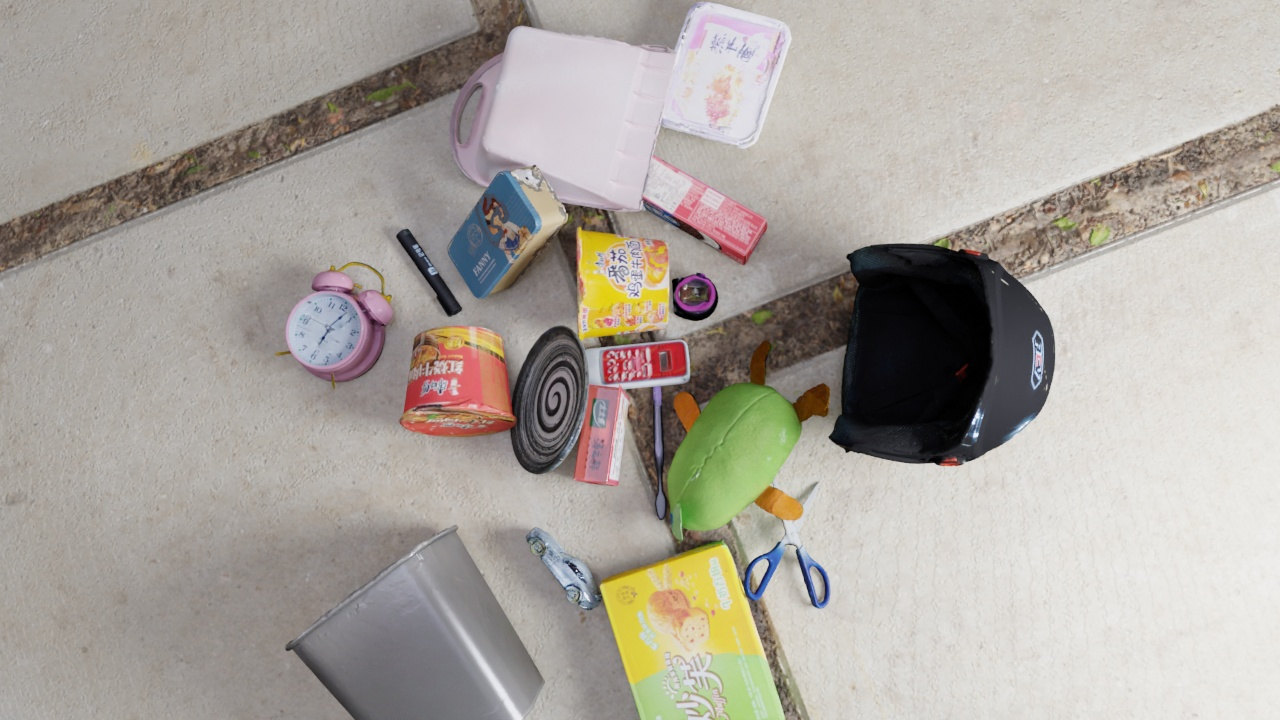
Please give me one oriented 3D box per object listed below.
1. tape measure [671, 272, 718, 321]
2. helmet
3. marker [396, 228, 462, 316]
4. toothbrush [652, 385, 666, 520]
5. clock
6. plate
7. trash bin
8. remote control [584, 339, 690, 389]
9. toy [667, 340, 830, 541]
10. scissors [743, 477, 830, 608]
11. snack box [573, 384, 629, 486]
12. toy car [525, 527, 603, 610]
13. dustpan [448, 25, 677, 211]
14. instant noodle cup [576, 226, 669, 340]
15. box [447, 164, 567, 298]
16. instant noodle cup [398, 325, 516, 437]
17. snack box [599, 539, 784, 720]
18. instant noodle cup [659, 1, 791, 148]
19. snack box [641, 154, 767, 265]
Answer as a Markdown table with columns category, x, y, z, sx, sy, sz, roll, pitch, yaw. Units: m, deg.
| category | x | y | z | sx | sy | sz | roll | pitch | yaw |
| --- | --- | --- | --- | --- | --- | --- | --- | --- | --- |
| tape measure | 0.068 | -0.079 | 1.140 | 0.058 | 0.039 | 0.057 | -1 | 81 | 5 |
| helmet | 0.329 | -0.004 | 0.995 | 0.230 | 0.275 | 0.233 | 4 | 91 | -21 |
| marker | -0.274 | -0.114 | 1.188 | 0.022 | 0.020 | 0.132 | -40 | 80 | 28 |
| toothbrush | 0.023 | 0.102 | 1.133 | 0.014 | 0.017 | 0.189 | -2 | 78 | 1 |
| clock | -0.381 | -0.051 | 1.167 | 0.117 | 0.060 | 0.158 | 28 | 83 | 8 |
| plate | -0.103 | 0.048 | 1.085 | 0.024 | 0.180 | 0.179 | 14 | 81 | -32 |
| trash bin | -0.239 | 0.335 | 1.035 | 0.198 | 0.199 | 0.219 | -36 | 87 | 0 |
| remote control | -0.007 | 0.007 | 1.140 | 0.136 | 0.020 | 0.055 | -5 | 77 | 6 |
| toy | 0.113 | 0.101 | 1.073 | 0.247 | 0.090 | 0.227 | -52 | 49 | 9 |
| scissors | 0.177 | 0.219 | 1.074 | 0.175 | 0.012 | 0.162 | -42 | 100 | -29 |
| snack box | -0.046 | 0.089 | 1.081 | 0.044 | 0.127 | 0.113 | 7 | 81 | 5 |
| toy car | -0.090 | 0.247 | 1.097 | 0.037 | 0.054 | 0.120 | -43 | 79 | 0 |
| dustpan | -0.107 | -0.308 | 1.176 | 0.273 | 0.139 | 0.222 | 17 | 79 | -7 |
| instant noodle cup | -0.023 | -0.091 | 1.109 | 0.110 | 0.138 | 0.138 | 0 | 81 | -3 |
| box | -0.168 | -0.152 | 1.121 | 0.090 | 0.059 | 0.185 | 55 | 132 | 11 |
| instant noodle cup | -0.219 | 0.026 | 1.110 | 0.138 | 0.138 | 0.108 | -5 | 72 | 4 |
| snack box | 0.059 | 0.332 | 1.063 | 0.158 | 0.070 | 0.210 | -18 | 80 | 1 |
| instant noodle cup | 0.104 | -0.355 | 1.170 | 0.138 | 0.060 | 0.173 | 18 | 82 | 8 |
| snack box | 0.057 | -0.198 | 1.152 | 0.207 | 0.057 | 0.058 | 32 | 87 | 9 |
